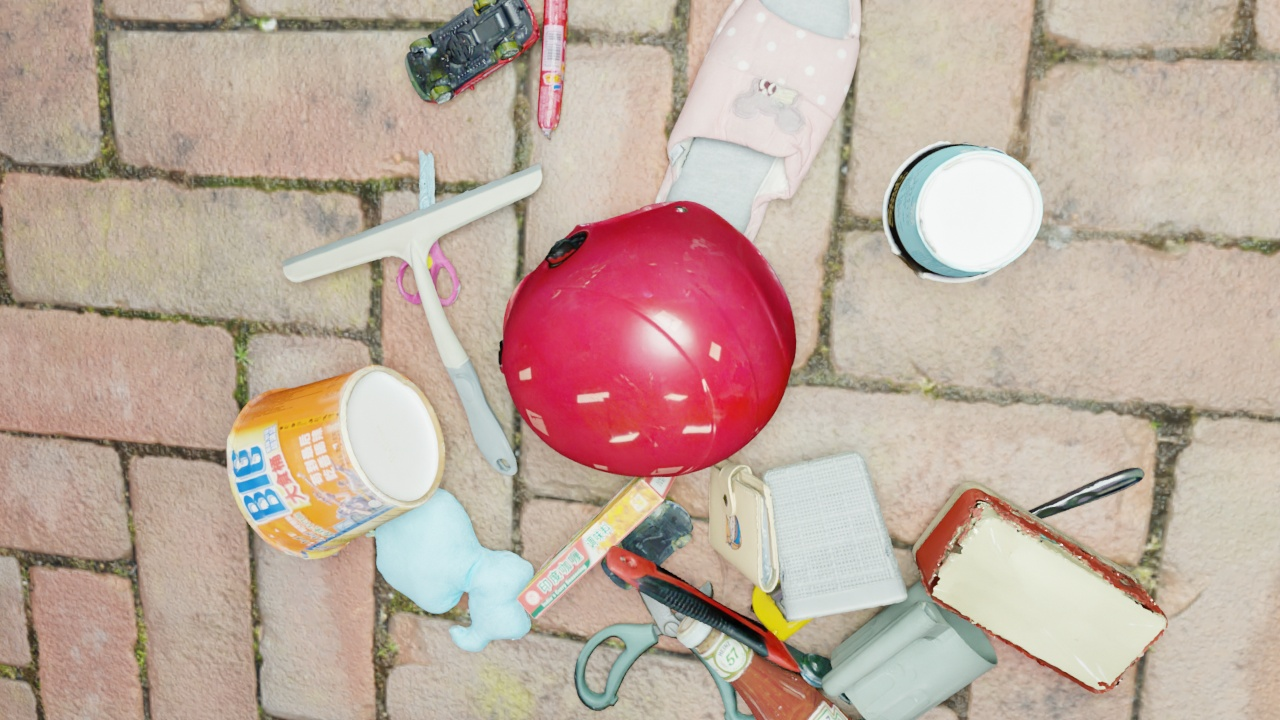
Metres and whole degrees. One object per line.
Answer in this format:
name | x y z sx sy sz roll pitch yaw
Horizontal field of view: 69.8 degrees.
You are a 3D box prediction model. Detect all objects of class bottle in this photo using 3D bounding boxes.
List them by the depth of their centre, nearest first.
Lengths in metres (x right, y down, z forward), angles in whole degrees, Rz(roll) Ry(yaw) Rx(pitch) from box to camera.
bottle | 0.116 0.283 0.766 0.206 0.059 0.060 42 105 -4

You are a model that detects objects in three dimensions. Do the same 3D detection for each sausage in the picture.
sausage | -0.070 -0.257 0.738 0.020 0.020 0.156 6 101 11

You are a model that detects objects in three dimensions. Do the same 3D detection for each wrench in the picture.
wrench | 0.086 0.224 0.744 0.273 0.056 0.016 34 113 -10

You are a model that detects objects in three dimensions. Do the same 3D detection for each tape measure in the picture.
tape measure | 0.123 0.203 0.776 0.060 0.028 0.057 -43 89 15

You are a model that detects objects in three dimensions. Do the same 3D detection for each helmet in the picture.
helmet | -0.004 0.004 0.689 0.240 0.143 0.207 -19 112 16

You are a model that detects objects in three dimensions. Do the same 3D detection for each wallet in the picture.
wallet | 0.078 0.124 0.731 0.024 0.115 0.087 -2 96 -13

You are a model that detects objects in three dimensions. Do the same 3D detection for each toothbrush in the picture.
toothbrush | 0.310 0.125 0.730 0.181 0.018 0.015 -26 91 14

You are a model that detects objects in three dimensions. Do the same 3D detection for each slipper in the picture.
slipper | 0.080 -0.174 0.703 0.114 0.054 0.275 28 106 6

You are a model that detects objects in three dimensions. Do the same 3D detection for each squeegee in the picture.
squeegee | -0.158 -0.007 0.781 0.247 0.039 0.246 -18 102 11

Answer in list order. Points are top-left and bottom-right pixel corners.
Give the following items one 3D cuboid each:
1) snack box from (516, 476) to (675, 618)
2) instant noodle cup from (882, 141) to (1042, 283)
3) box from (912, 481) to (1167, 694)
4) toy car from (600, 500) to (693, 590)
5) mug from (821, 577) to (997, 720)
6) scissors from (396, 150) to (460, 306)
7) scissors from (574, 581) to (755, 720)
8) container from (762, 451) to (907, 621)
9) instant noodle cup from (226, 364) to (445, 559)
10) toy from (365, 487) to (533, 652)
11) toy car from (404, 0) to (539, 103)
snack box | -0.035 0.148 0.774 0.027 0.077 0.156 45 105 1
instant noodle cup | 0.231 -0.104 0.650 0.111 0.120 0.111 2 100 12
box | 0.302 0.174 0.695 0.168 0.079 0.091 30 106 -4
toy car | 0.007 0.158 0.790 0.043 0.034 0.091 45 103 4
mug | 0.205 0.231 0.721 0.103 0.123 0.083 -44 51 17
scissors | -0.187 -0.113 0.788 0.063 0.017 0.135 3 105 15
scissors | 0.026 0.279 0.817 0.170 0.019 0.173 -39 92 17
container | 0.149 0.135 0.718 0.090 0.090 0.114 -15 79 12
instant noodle cup | -0.242 0.078 0.760 0.112 0.151 0.151 -21 95 23
toy | -0.173 0.186 0.825 0.156 0.049 0.161 5 103 0
toy car | -0.135 -0.251 0.740 0.121 0.045 0.053 -22 93 23
